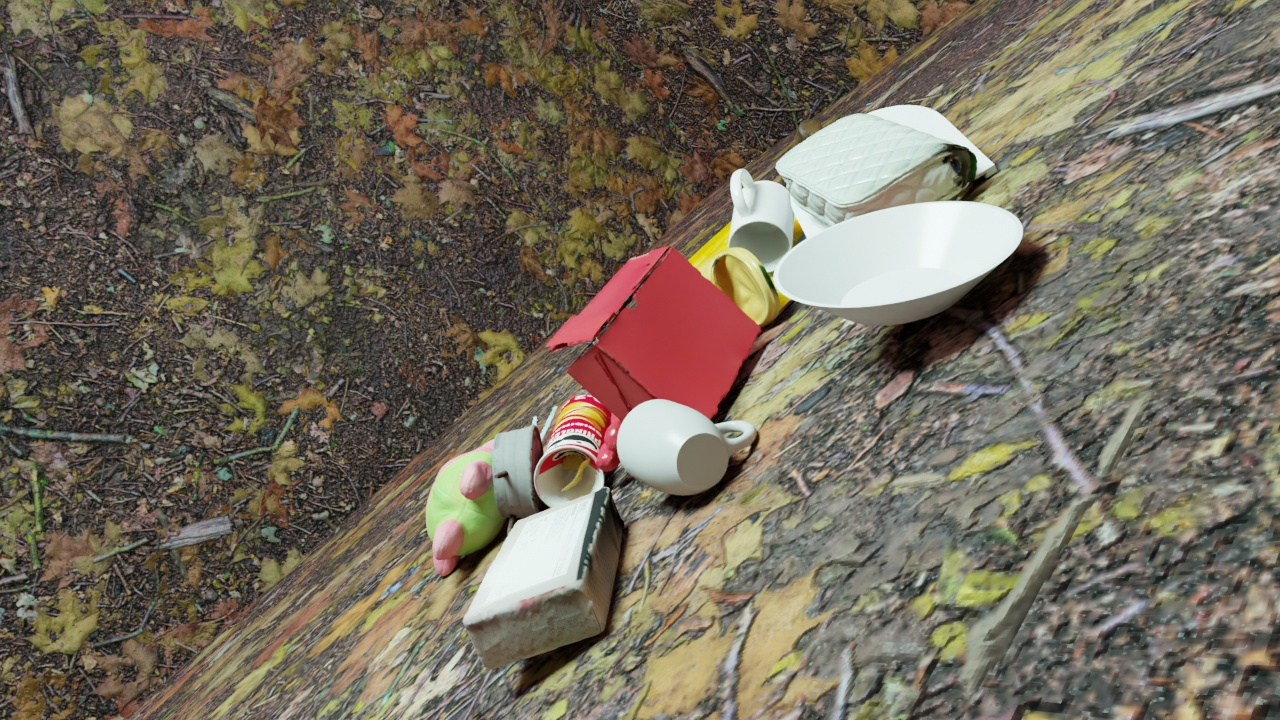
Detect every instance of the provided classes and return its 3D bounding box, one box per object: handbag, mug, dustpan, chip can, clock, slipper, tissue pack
[{"bbox_3d":[0.238,-0.191,0.950,0.139,0.072,0.194,-31,30,0],"label":"handbag"},{"bbox_3d":[0.046,0.067,0.726,0.107,0.071,0.089,-13,9,-19],"label":"mug"},{"bbox_3d":[0.136,-0.172,1.082,0.074,0.110,0.090,-18,34,26],"label":"mug"},{"bbox_3d":[0.272,-0.198,1.043,0.192,0.053,0.257,-32,31,15],"label":"dustpan"},{"bbox_3d":[-0.068,0.096,1.009,0.069,0.069,0.220,-38,8,8],"label":"chip can"},{"bbox_3d":[-0.129,0.117,1.012,0.056,0.104,0.147,-6,28,0],"label":"clock"},{"bbox_3d":[0.067,-0.058,1.090,0.078,0.099,0.264,-18,-6,-25],"label":"slipper"},{"bbox_3d":[-0.067,0.168,0.698,0.104,0.071,0.181,-23,13,8],"label":"tissue pack"}]

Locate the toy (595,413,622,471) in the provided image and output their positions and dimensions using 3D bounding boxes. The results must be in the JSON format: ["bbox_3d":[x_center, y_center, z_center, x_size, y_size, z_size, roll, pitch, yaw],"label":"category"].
[{"bbox_3d":[-0.005,0.064,0.916,0.134,0.045,0.092,-38,-33,-59],"label":"toy"}]

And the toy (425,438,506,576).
[{"bbox_3d":[-0.208,0.167,1.113,0.192,0.097,0.237,-61,11,-4],"label":"toy"}]

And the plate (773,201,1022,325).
[{"bbox_3d":[0.187,-0.064,0.669,0.174,0.036,0.173,-16,25,7],"label":"plate"}]

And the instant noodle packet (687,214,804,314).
[{"bbox_3d":[0.162,-0.117,1.149,0.162,0.084,0.222,-41,23,-14],"label":"instant noodle packet"}]

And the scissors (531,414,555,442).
[{"bbox_3d":[-0.136,0.136,1.115,0.171,0.013,0.175,-60,21,10],"label":"scissors"}]

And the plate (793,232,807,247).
[{"bbox_3d":[0.253,-0.154,1.033,0.179,0.012,0.178,-30,21,13],"label":"plate"}]

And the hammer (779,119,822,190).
[{"bbox_3d":[0.231,-0.256,1.280,0.217,0.037,0.301,-42,-14,-17],"label":"hammer"}]

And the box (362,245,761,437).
[{"bbox_3d":[-0.078,-0.002,0.947,0.375,0.148,0.212,-6,27,26],"label":"box"}]
